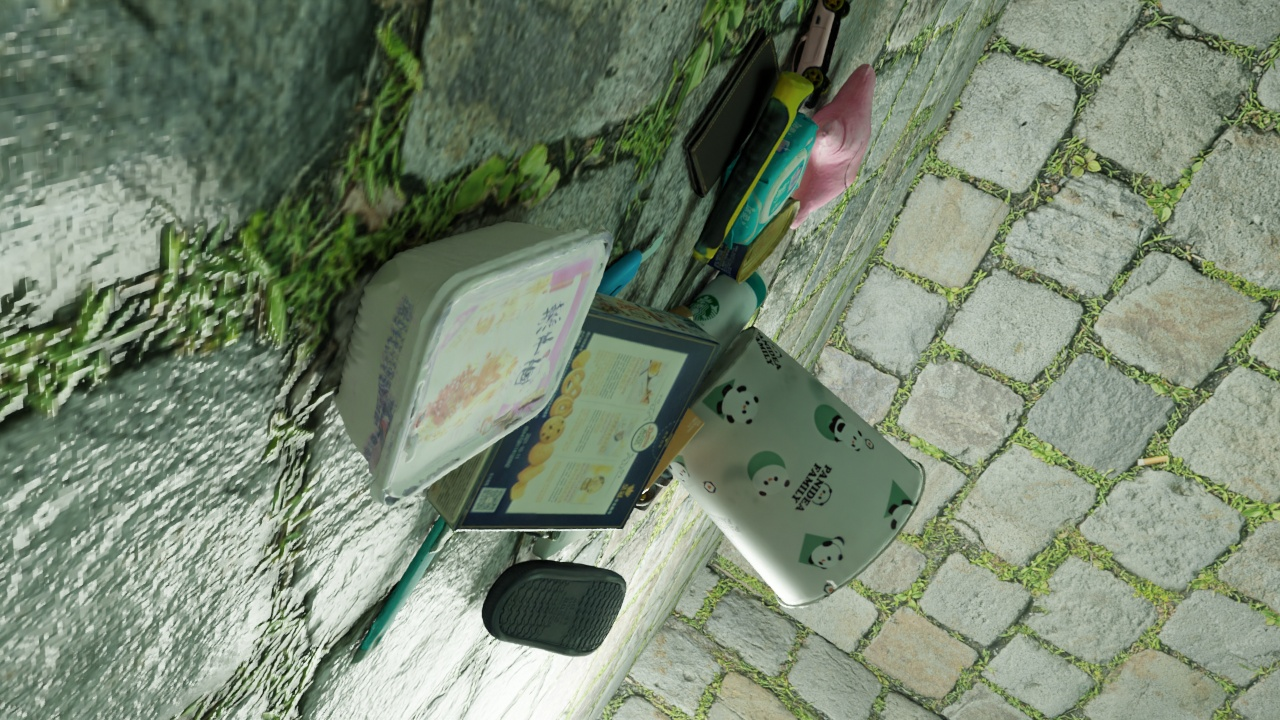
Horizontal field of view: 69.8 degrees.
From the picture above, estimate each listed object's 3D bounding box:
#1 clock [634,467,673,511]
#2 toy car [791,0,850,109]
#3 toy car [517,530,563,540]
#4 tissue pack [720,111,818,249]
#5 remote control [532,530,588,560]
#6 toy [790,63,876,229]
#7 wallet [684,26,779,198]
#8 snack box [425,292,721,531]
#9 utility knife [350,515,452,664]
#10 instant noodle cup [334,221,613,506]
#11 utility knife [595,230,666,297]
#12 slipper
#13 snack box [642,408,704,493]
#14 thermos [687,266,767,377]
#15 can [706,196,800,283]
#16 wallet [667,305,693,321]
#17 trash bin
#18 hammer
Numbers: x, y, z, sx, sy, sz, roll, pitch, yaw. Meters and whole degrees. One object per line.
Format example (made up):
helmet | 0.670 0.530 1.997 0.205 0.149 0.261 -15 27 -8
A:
clock | -0.012 0.131 1.053 0.055 0.082 0.122 -54 169 5
toy car | 0.169 -0.300 0.870 0.056 0.037 0.122 -29 135 -69
toy car | -0.086 0.150 0.909 0.090 0.042 0.035 -14 114 -63
tissue pack | 0.124 -0.182 0.926 0.133 0.050 0.093 -50 164 -32
remote control | -0.080 0.186 1.051 0.058 0.021 0.150 -61 166 8
toy | 0.238 -0.264 1.102 0.178 0.074 0.195 -47 161 -41
wallet | 0.079 -0.208 0.782 0.122 0.020 0.096 -57 162 -6
snack box | -0.044 0.042 0.682 0.182 0.046 0.178 12 110 -50
utility knife | -0.155 0.135 0.698 0.223 0.013 0.029 -59 166 -1
instant noodle cup | -0.094 -0.014 0.502 0.173 0.060 0.138 -37 154 -59
utility knife | -0.027 -0.058 0.732 0.193 0.018 0.034 -47 162 -44
slipper | -0.105 0.268 1.050 0.110 0.083 0.268 -60 148 -3
snack box | -0.004 0.081 0.919 0.092 0.077 0.095 -47 178 -26
thermos | 0.071 -0.035 1.026 0.223 0.073 0.073 -49 163 -36
can | 0.123 -0.142 1.008 0.147 0.049 0.075 -45 161 -44
wallet | -0.005 0.005 0.826 0.115 0.033 0.090 -27 141 -30
trash bin | 0.152 0.112 1.051 0.229 0.252 0.229 -45 -175 5
hammer | 0.065 -0.116 0.851 0.324 0.032 0.125 -61 169 29
